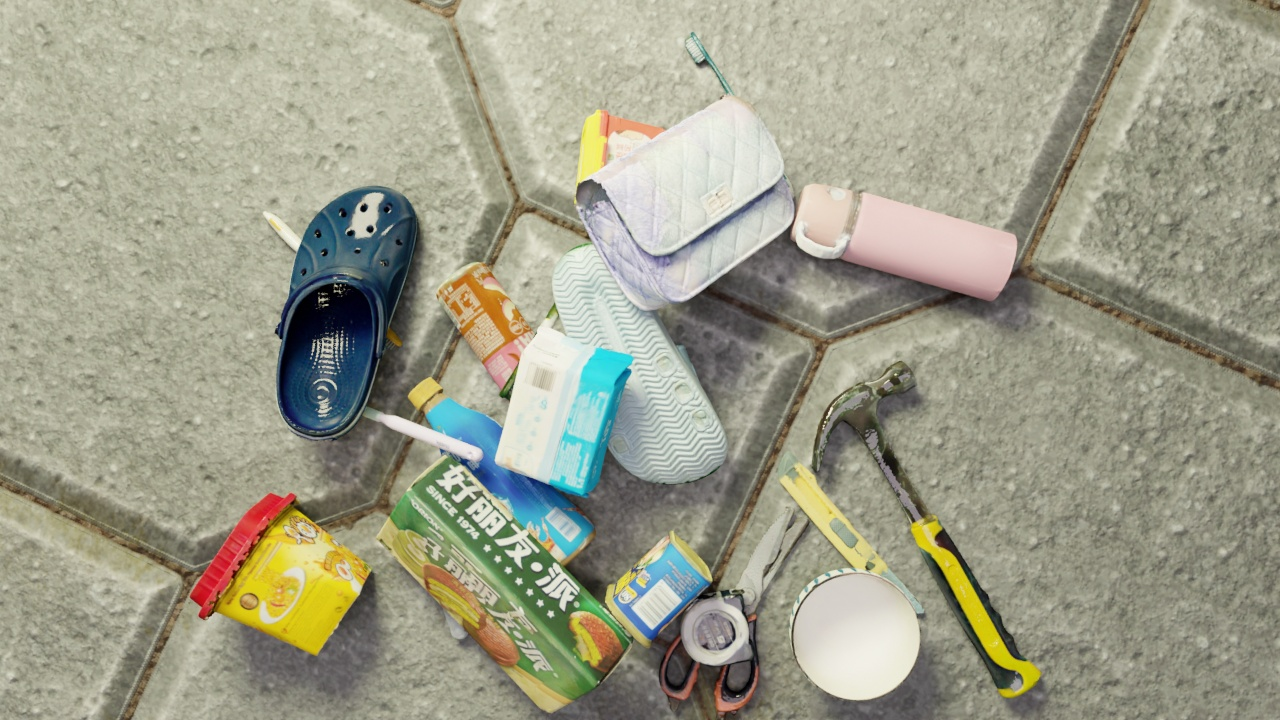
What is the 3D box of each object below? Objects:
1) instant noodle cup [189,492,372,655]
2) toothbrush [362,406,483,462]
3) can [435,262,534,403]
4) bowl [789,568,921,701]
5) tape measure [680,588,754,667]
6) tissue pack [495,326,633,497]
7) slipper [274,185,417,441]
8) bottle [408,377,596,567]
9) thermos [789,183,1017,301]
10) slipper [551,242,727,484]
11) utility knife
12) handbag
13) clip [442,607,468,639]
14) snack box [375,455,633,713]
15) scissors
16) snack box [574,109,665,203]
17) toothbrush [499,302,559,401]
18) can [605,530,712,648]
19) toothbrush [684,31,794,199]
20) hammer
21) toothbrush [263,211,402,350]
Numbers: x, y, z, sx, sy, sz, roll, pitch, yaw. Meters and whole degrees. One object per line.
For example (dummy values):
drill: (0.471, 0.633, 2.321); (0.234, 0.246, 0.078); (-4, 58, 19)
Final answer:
instant noodle cup: (-0.328, 0.203, 0.857); (0.123, 0.116, 0.116); (35, 90, -8)
toothbrush: (-0.221, 0.062, 0.856); (0.189, 0.021, 0.029); (15, 101, 28)
can: (-0.132, -0.021, 0.874); (0.058, 0.058, 0.147); (-35, 88, 1)
bowl: (0.193, 0.247, 0.850); (0.116, 0.066, 0.116); (0, 89, 2)
tape measure: (0.070, 0.250, 0.857); (0.066, 0.033, 0.065); (-9, 85, 1)
tissue pack: (-0.066, 0.047, 0.808); (0.090, 0.063, 0.140); (19, 107, 9)
slipper: (-0.279, -0.052, 0.846); (0.105, 0.095, 0.252); (14, 77, -10)
bottle: (-0.137, 0.105, 0.868); (0.065, 0.065, 0.218); (-44, 87, 1)
thermos: (0.239, -0.107, 0.849); (0.198, 0.087, 0.067); (16, 134, 1)
slipper: (-0.005, 0.005, 0.859); (0.104, 0.074, 0.245); (-25, 95, 10)
utility knife: (0.199, 0.169, 0.880); (0.031, 0.021, 0.198); (-41, 92, 0)
handbag: (0.048, -0.140, 0.813); (0.193, 0.076, 0.134); (-38, 104, -31)
clip: (-0.180, 0.242, 0.892); (0.026, 0.041, 0.058); (-17, 89, 0)
snack box: (-0.127, 0.206, 0.838); (0.240, 0.115, 0.063); (45, 48, 2)
scissors: (0.105, 0.247, 0.880); (0.205, 0.015, 0.197); (-20, 87, 2)
snack box: (-0.017, -0.182, 0.864); (0.080, 0.082, 0.091); (7, 90, -7)
toothbrush: (-0.080, -0.039, 0.859); (0.017, 0.012, 0.185); (35, 65, -14)
can: (0.018, 0.206, 0.842); (0.083, 0.102, 0.057); (-44, 87, -2)
toothbrush: (0.096, -0.236, 0.891); (0.018, 0.016, 0.191); (-32, 87, 11)
hammer: (0.273, 0.170, 0.866); (0.126, 0.032, 0.323); (-30, 88, 2)
toothbrush: (-0.306, -0.079, 0.905); (0.191, 0.016, 0.018); (44, 99, 2)
